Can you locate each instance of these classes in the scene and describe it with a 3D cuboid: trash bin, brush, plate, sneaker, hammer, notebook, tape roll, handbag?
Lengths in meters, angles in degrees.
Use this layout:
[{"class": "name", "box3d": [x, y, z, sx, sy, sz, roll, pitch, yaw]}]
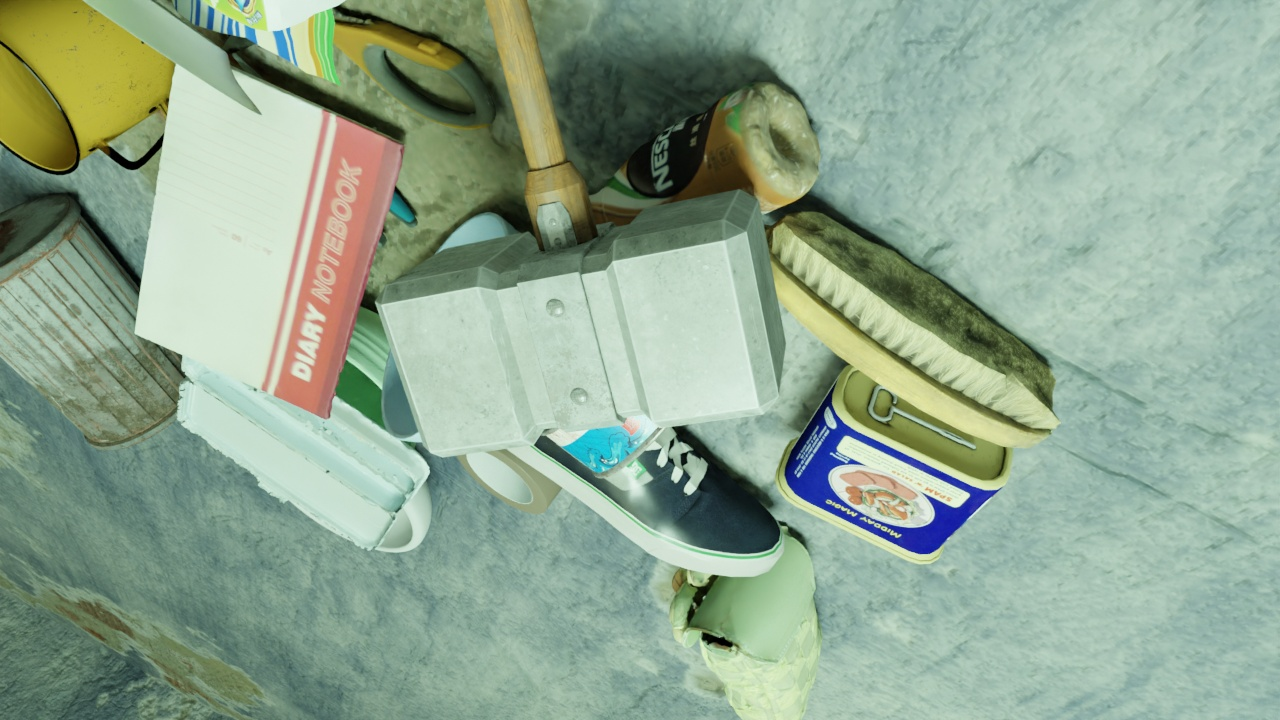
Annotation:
[{"class": "trash bin", "box3d": [-0.498, -0.036, 0.803, 0.131, 0.130, 0.211, 4, 137, 28]}, {"class": "brush", "box3d": [0.143, -0.015, 0.482, 0.195, 0.059, 0.043, 33, 133, -7]}, {"class": "plate", "box3d": [-0.271, -0.190, 0.460, 0.188, 0.016, 0.188, 36, -179, -1]}, {"class": "sneaker", "box3d": [0.007, 0.069, 0.646, 0.235, 0.084, 0.079, 31, 129, 0]}, {"class": "hammer", "box3d": [-0.049, -0.125, 0.378, 0.163, 0.082, 0.318, -9, 109, 15]}, {"class": "notebook", "box3d": [-0.249, -0.076, 0.603, 0.153, 0.012, 0.209, 24, 115, 1]}, {"class": "tape roll", "box3d": [-0.107, 0.085, 0.756, 0.094, 0.030, 0.094, 26, 148, 18]}, {"class": "handbag", "box3d": [0.080, 0.215, 0.734, 0.117, 0.113, 0.187, 12, 140, 32]}]

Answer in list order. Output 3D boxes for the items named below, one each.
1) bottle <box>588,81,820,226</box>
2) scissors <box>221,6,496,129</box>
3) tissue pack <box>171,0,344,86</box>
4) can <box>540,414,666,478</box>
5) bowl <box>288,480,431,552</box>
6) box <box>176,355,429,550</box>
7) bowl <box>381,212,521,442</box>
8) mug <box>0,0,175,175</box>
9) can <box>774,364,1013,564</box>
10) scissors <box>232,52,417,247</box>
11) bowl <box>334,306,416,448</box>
[{"class": "bottle", "box3d": [0.012, -0.087, 0.483, 0.168, 0.059, 0.059, -18, 122, 43]}, {"class": "scissors", "box3d": [-0.173, -0.211, 0.498, 0.225, 0.016, 0.217, 28, 142, 6]}, {"class": "tissue pack", "box3d": [-0.197, -0.209, 0.421, 0.198, 0.120, 0.142, 37, 144, 19]}, {"class": "can", "box3d": [-0.003, 0.003, 0.534, 0.044, 0.129, 0.130, 38, 141, -11]}, {"class": "bowl", "box3d": [-0.264, 0.100, 0.853, 0.177, 0.066, 0.177, 17, 140, 15]}, {"class": "box", "box3d": [-0.274, 0.064, 0.730, 0.209, 0.037, 0.190, 35, 144, -4]}, {"class": "bowl", "box3d": [-0.095, -0.010, 0.583, 0.074, 0.150, 0.151, 25, 148, -32]}, {"class": "mug", "box3d": [-0.351, -0.177, 0.581, 0.123, 0.093, 0.101, 42, 140, -12]}, {"class": "can", "box3d": [0.154, 0.063, 0.562, 0.116, 0.056, 0.092, 26, 140, 5]}, {"class": "scissors", "box3d": [-0.201, -0.133, 0.597, 0.144, 0.019, 0.127, 18, 137, 5]}, {"class": "bowl", "box3d": [-0.226, 0.009, 0.722, 0.151, 0.076, 0.151, 18, 140, 15]}]
